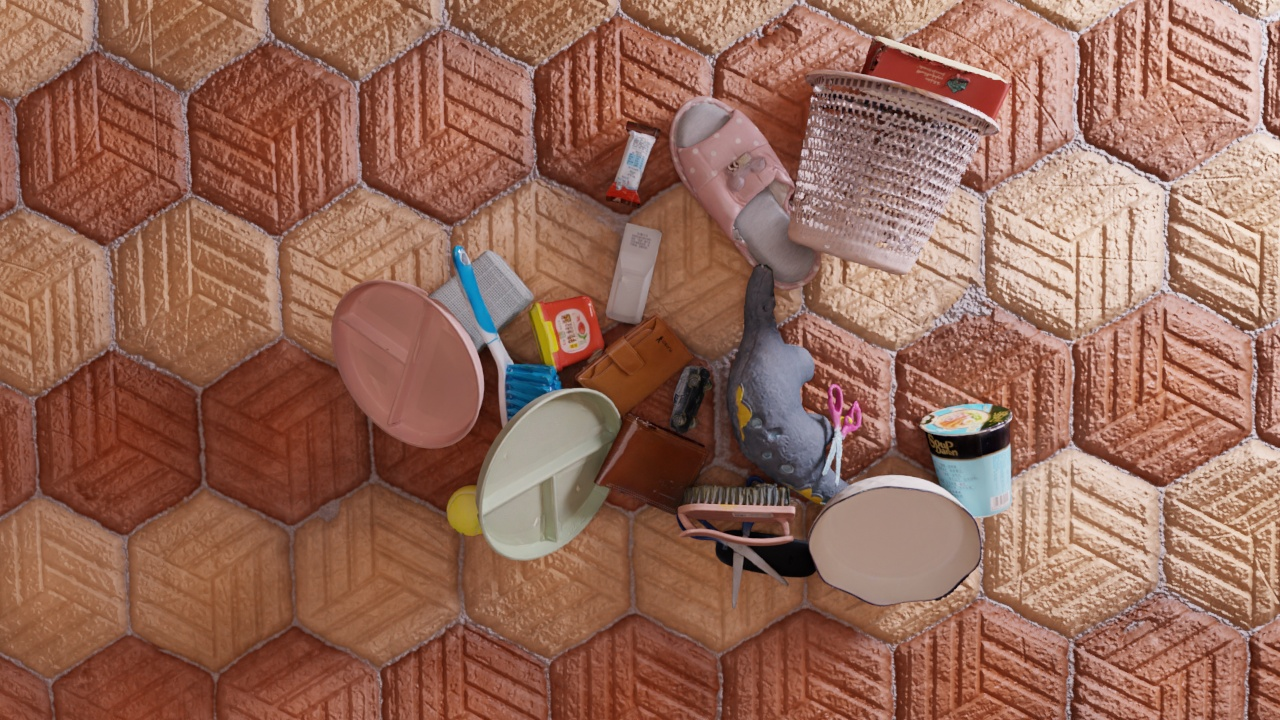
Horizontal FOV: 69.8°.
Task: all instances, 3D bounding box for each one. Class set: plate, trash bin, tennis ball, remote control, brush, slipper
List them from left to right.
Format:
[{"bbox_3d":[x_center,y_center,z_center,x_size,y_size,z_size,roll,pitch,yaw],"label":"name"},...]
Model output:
[{"bbox_3d":[-0.289,0.004,1.143,0.230,0.028,0.230,13,119,23],"label":"plate"},{"bbox_3d":[-0.217,0.194,1.185,0.065,0.065,0.065,0,94,2],"label":"tennis ball"},{"bbox_3d":[-0.155,0.006,1.113,0.109,0.060,0.315,10,128,18],"label":"brush"},{"bbox_3d":[-0.110,0.137,1.121,0.027,0.230,0.230,25,95,37],"label":"plate"},{"bbox_3d":[-0.009,-0.110,1.179,0.049,0.024,0.125,13,94,1],"label":"remote control"},{"bbox_3d":[0.119,0.194,1.150,0.146,0.063,0.073,0,70,6],"label":"brush"},{"bbox_3d":[0.133,-0.209,1.151,0.114,0.054,0.274,-33,94,3],"label":"slipper"},{"bbox_3d":[0.166,0.253,1.196,0.136,0.024,0.053,9,92,2],"label":"remote control"},{"bbox_3d":[0.272,-0.210,1.071,0.227,0.227,0.192,17,101,1],"label":"trash bin"},{"bbox_3d":[0.313,0.221,1.139,0.205,0.045,0.205,4,126,6],"label":"plate"}]

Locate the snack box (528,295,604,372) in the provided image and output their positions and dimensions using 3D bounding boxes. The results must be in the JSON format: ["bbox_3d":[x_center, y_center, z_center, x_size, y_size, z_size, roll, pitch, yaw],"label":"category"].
[{"bbox_3d":[-0.093,-0.036,1.163,0.080,0.082,0.091,-16,94,-11],"label":"snack box"}]

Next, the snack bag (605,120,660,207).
[{"bbox_3d":[-0.009,-0.249,1.168,0.048,0.026,0.104,14,94,-5],"label":"snack bag"}]

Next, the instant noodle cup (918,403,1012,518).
[{"bbox_3d":[0.413,0.127,1.145,0.111,0.111,0.120,-12,102,3],"label":"instant noodle cup"}]

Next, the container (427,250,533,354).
[{"bbox_3d":[-0.202,-0.075,1.158,0.111,0.090,0.090,-42,92,1],"label":"container"}]

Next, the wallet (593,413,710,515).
[{"bbox_3d":[0.015,0.135,1.175,0.124,0.032,0.101,25,95,-18],"label":"wallet"}]

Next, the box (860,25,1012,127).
[{"bbox_3d":[0.356,-0.344,1.110,0.168,0.091,0.077,18,116,0],"label":"box"}]

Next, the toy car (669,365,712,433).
[{"bbox_3d":[0.061,0.049,1.179,0.034,0.043,0.090,20,92,28],"label":"toy car"}]

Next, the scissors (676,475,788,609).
[{"bbox_3d":[0.122,0.229,1.184,0.162,0.012,0.175,15,80,12],"label":"scissors"}]

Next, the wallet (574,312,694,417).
[{"bbox_3d":[-0.007,0.007,1.158,0.132,0.031,0.108,-39,135,3],"label":"wallet"}]

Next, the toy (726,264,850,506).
[{"bbox_3d":[0.176,0.059,1.150,0.137,0.091,0.356,-23,98,-15],"label":"toy"}]

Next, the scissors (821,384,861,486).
[{"bbox_3d":[0.242,0.089,1.139,0.017,0.137,0.093,-12,123,43],"label":"scissors"}]
